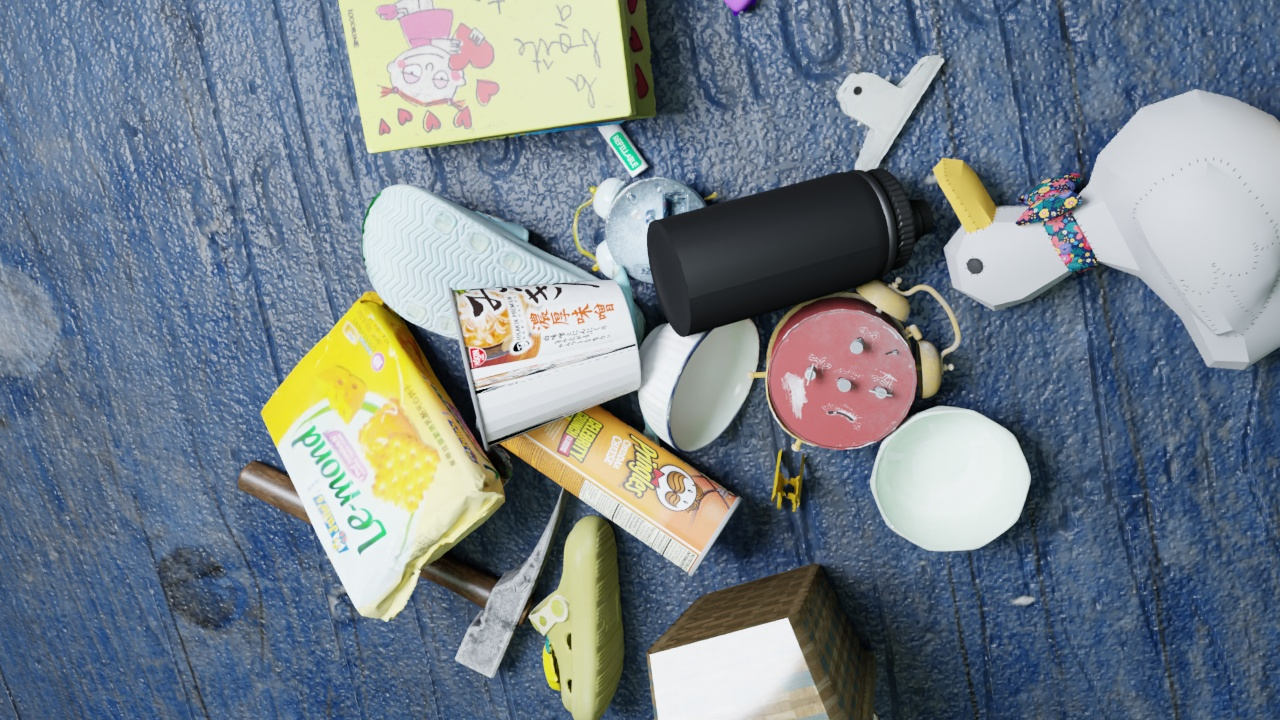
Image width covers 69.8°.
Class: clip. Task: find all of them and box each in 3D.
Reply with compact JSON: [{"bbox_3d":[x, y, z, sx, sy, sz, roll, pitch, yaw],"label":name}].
[{"bbox_3d":[0.127,0.107,0.770,0.044,0.053,0.049,-21,124,31],"label":"clip"},{"bbox_3d":[0.178,-0.196,0.700,0.056,0.046,0.102,30,106,-2],"label":"clip"}]

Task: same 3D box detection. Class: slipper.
[{"bbox_3d":[-0.111,-0.062,0.757,0.245,0.074,0.104,23,110,-13],"label":"slipper"},{"bbox_3d":[-0.061,0.229,0.810,0.082,0.091,0.190,2,101,12],"label":"slipper"}]

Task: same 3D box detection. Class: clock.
[{"bbox_3d":[0.170,0.002,0.713,0.159,0.081,0.117,-31,96,16],"label":"clock"},{"bbox_3d":[0.003,-0.105,0.730,0.118,0.057,0.083,2,104,10],"label":"clock"}]

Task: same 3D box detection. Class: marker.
[{"bbox_3d":[-0.042,-0.211,0.733,0.017,0.017,0.145,-34,96,16],"label":"marker"}]

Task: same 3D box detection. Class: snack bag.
[{"bbox_3d":[-0.216,0.072,0.772,0.160,0.068,0.247,-44,64,18],"label":"snack bag"}]

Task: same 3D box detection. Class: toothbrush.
[{"bbox_3d":[-0.004,0.004,0.753,0.016,0.016,0.181,7,123,28],"label":"toothbrush"}]

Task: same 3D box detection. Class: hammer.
[{"bbox_3d":[-0.222,0.135,0.842,0.300,0.037,0.218,25,107,4],"label":"hammer"}]

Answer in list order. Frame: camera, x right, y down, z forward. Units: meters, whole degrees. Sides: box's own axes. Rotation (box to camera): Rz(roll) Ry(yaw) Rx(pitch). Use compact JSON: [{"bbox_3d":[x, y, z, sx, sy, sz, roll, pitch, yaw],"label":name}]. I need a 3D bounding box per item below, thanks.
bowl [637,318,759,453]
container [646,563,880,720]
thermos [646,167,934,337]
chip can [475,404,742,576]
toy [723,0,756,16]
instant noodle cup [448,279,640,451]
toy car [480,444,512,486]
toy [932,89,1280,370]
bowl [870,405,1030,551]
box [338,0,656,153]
[{"bbox_3d":[0.036,0.008,0.733,0.062,0.117,0.118,27,109,33],"label":"bowl"},{"bbox_3d":[0.107,0.278,0.707,0.158,0.249,0.186,-20,83,14],"label":"container"},{"bbox_3d":[0.112,-0.085,0.673,0.198,0.086,0.086,-16,101,-12],"label":"thermos"},{"bbox_3d":[-0.027,0.085,0.756,0.215,0.075,0.075,33,107,10],"label":"chip can"},{"bbox_3d":[0.069,-0.313,0.667,0.106,0.055,0.088,-40,90,15],"label":"toy"},{"bbox_3d":[-0.069,-0.007,0.687,0.121,0.123,0.124,-13,102,-9],"label":"instant noodle cup"},{"bbox_3d":[-0.143,0.106,0.785,0.090,0.027,0.038,-42,80,19],"label":"toy car"},{"bbox_3d":[0.355,-0.094,0.633,0.268,0.140,0.246,-36,96,34],"label":"toy"},{"bbox_3d":[0.242,0.087,0.731,0.117,0.061,0.117,2,104,9],"label":"bowl"},{"bbox_3d":[-0.104,-0.229,0.692,0.221,0.081,0.124,0,104,20],"label":"box"}]
